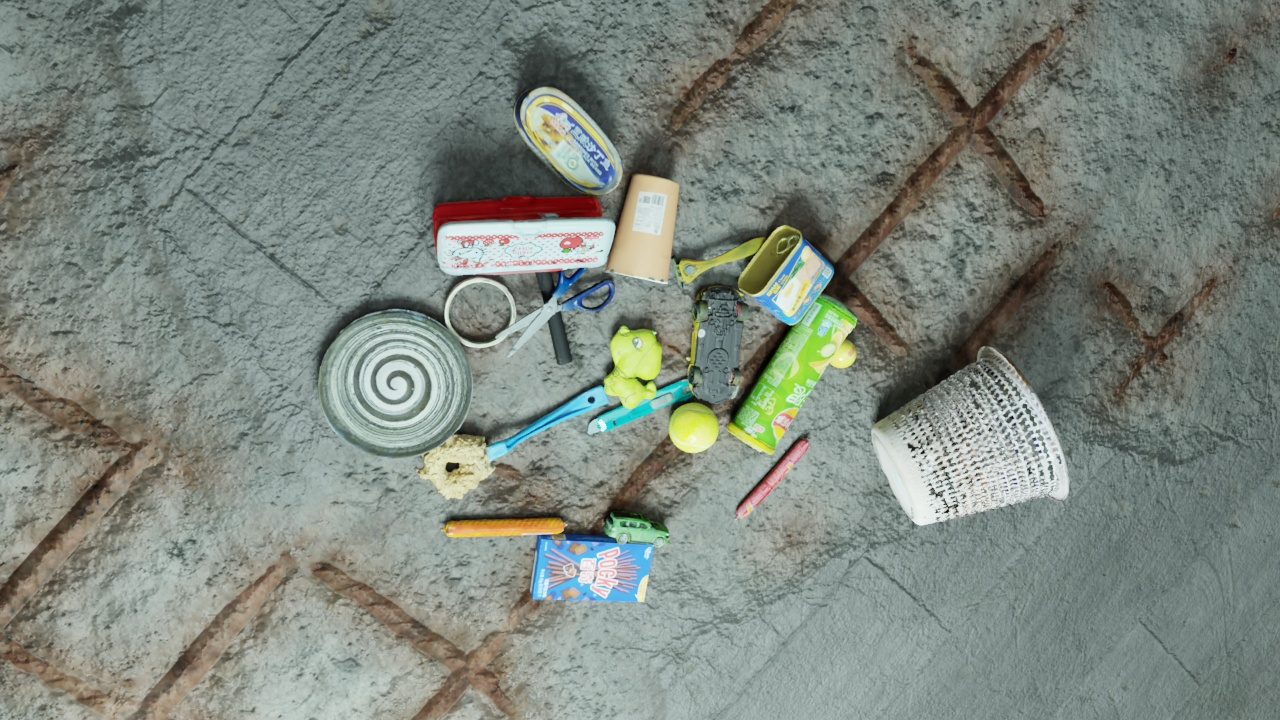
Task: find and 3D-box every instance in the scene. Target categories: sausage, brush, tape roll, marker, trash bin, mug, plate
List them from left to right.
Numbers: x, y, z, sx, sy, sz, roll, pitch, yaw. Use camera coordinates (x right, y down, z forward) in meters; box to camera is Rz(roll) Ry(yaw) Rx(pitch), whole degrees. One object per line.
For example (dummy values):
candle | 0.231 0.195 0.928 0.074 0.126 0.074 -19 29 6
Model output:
plate | -0.290 0.027 1.093 0.179 0.024 0.179 -2 99 -13
tape roll | -0.194 -0.058 1.111 0.085 0.014 0.086 -4 104 -15
sausage | -0.174 0.215 1.181 0.165 0.021 0.021 1 103 -17
brush | -0.157 0.095 1.151 0.254 0.046 0.083 -26 105 -12
marker | -0.108 -0.058 1.131 0.020 0.022 0.132 -3 109 26
mug | 0.006 -0.160 1.112 0.078 0.078 0.123 9 96 -18
sausage | 0.184 0.165 1.273 0.020 0.020 0.156 42 90 -21
trash bin | 0.431 0.120 1.243 0.192 0.227 0.227 -24 109 4

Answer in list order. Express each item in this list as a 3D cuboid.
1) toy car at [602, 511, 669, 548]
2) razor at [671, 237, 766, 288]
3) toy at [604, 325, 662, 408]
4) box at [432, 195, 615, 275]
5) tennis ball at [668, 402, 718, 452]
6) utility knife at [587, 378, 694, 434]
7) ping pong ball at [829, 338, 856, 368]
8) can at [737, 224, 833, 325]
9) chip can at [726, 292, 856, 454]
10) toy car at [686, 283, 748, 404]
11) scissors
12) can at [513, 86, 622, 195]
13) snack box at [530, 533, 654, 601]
toy car | -0.004 0.224 1.221 0.091 0.043 0.036 14 99 -19
razor | 0.105 -0.132 1.172 0.132 0.028 0.043 -21 105 -12
toy | -0.007 0.007 1.171 0.096 0.031 0.100 38 89 -24
box | -0.133 -0.147 1.051 0.201 0.099 0.095 -5 87 -15
tennis ball | 0.069 0.088 1.195 0.065 0.065 0.065 -4 105 -15
utility knife | 0.006 0.060 1.198 0.164 0.013 0.029 -23 107 -10
ping pong ball | 0.272 -0.010 1.242 0.040 0.040 0.040 -4 105 -15
can | 0.188 -0.108 1.178 0.083 0.057 0.102 35 93 -36
chip can | 0.201 0.016 1.211 0.072 0.072 0.221 31 94 -21
toy car | 0.096 -0.021 1.188 0.071 0.041 0.156 0 102 -16
scissors | -0.106 -0.076 1.109 0.170 0.012 0.141 -7 97 -30
can | -0.084 -0.255 1.073 0.074 0.049 0.148 -45 111 -2
snack box | -0.064 0.277 1.225 0.157 0.026 0.084 6 101 -17
